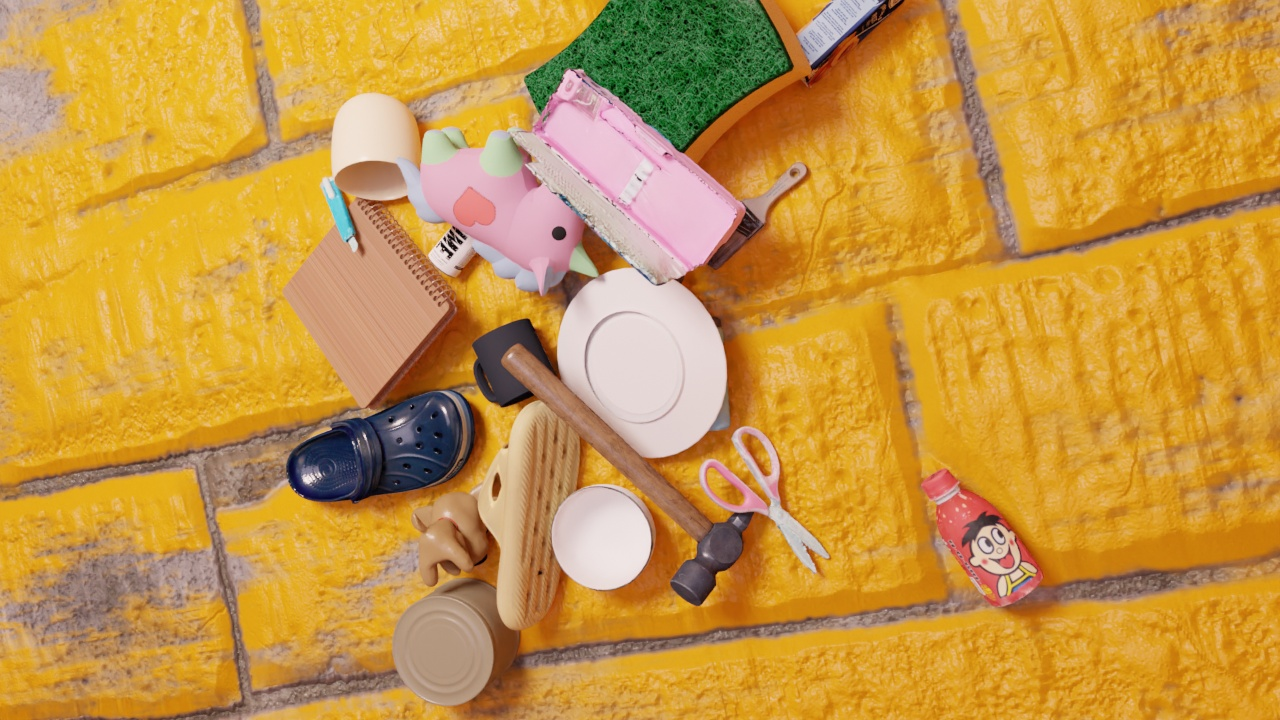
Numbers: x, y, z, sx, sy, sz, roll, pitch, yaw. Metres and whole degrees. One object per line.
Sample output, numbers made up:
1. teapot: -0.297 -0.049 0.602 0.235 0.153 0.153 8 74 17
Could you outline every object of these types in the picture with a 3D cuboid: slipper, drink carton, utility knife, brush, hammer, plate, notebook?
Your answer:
1. slipper: -0.130 0.166 1.019 0.079 0.111 0.261 12 99 35
2. slipper: -0.309 0.111 1.062 0.253 0.095 0.105 -19 84 18
3. drink carton: 0.206 -0.340 0.926 0.130 0.064 0.040 -42 84 13
4. utility knife: -0.355 -0.172 1.080 0.022 0.015 0.124 -33 60 9
5. brush: 0.022 -0.290 0.934 0.251 0.075 0.195 -41 83 29
6. hammer: -0.018 0.099 0.953 0.322 0.040 0.129 43 65 -3
7. brush: 0.119 -0.156 0.981 0.151 0.012 0.039 -44 81 11
8. plate: -0.006 0.006 0.983 0.209 0.015 0.209 8 106 29
9. notebook: -0.315 -0.074 1.062 0.169 0.022 0.210 -48 64 11

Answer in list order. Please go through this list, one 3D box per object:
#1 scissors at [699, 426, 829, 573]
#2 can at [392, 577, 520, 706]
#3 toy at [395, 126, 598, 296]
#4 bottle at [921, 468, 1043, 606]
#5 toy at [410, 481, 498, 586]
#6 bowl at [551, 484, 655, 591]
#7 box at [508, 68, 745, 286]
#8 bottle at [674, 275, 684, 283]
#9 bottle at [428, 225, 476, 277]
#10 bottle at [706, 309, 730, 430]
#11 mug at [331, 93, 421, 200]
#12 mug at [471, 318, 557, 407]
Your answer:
1. scissors: 0.149 0.145 0.973 0.179 0.016 0.105 40 65 -4
2. can: -0.211 0.321 1.051 0.128 0.073 0.128 0 92 15
3. toy: -0.153 -0.158 0.975 0.222 0.120 0.171 4 109 13
4. bottle: 0.332 0.171 0.911 0.062 0.062 0.137 -37 84 13
5. toy: -0.213 0.196 1.036 0.134 0.108 0.106 -23 102 14
6. bowl: -0.035 0.189 1.006 0.113 0.063 0.113 1 92 15
7. box: -0.021 -0.179 0.879 0.230 0.105 0.087 43 118 11
8. bottle: -0.001 -0.069 1.002 0.110 0.036 0.036 -40 82 12
9. bottle: -0.192 -0.150 1.048 0.041 0.041 0.116 44 101 9
10. bottle: 0.072 0.009 0.984 0.040 0.040 0.130 -4 91 15
11. mug: -0.309 -0.245 1.050 0.120 0.096 0.099 -20 69 39
12. mug: -0.151 0.009 1.034 0.105 0.071 0.077 -30 84 40
